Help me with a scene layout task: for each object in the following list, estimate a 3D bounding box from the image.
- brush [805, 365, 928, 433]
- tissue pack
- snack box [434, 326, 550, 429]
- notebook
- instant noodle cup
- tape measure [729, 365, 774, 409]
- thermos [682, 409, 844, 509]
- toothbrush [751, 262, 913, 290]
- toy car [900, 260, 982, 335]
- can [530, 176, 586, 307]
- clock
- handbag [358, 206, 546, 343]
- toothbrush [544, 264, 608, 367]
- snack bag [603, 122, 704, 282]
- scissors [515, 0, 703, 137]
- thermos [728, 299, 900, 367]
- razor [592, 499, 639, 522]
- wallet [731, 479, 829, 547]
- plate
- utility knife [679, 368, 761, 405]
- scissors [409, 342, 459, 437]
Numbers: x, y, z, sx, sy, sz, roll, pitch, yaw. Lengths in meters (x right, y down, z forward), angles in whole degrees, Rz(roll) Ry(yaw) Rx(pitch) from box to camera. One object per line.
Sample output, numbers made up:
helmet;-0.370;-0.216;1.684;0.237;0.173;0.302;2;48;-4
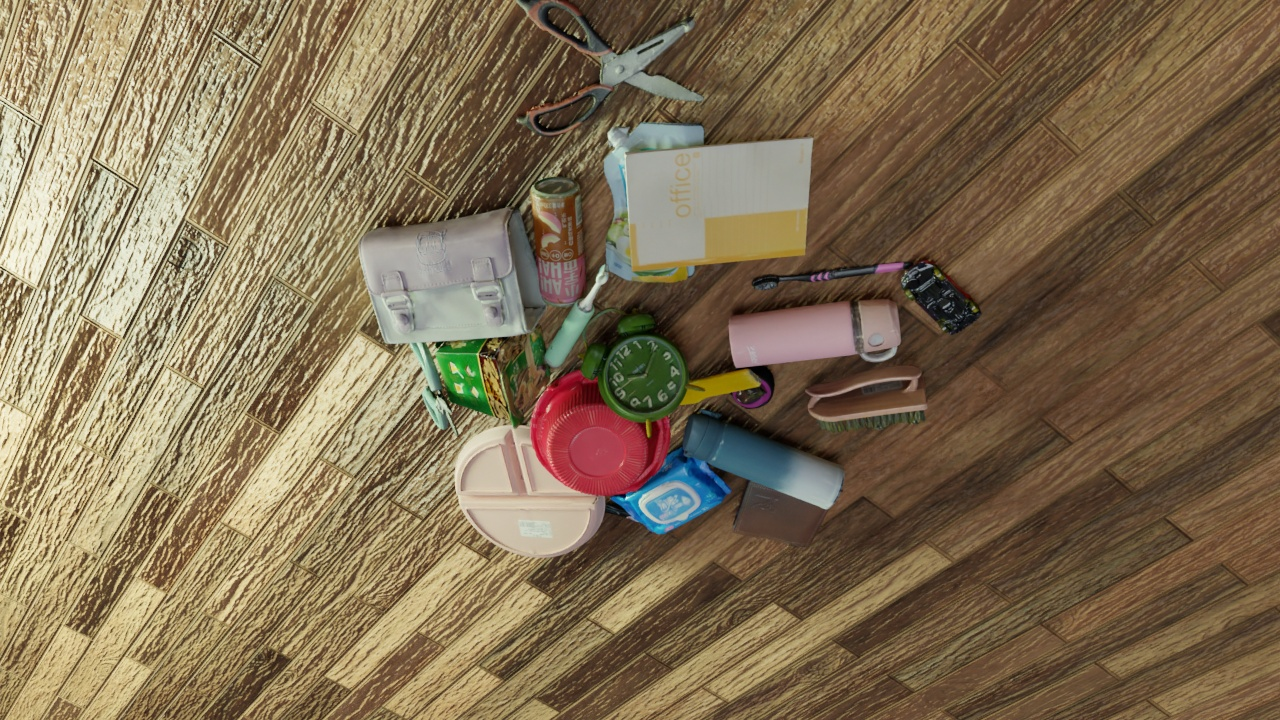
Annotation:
brush;0.282;0.047;1.151;0.146;0.063;0.073;-9;127;17
tissue pack;0.041;0.189;1.294;0.157;0.052;0.095;-33;114;27
snack box;-0.192;0.007;1.176;0.106;0.118;0.118;5;125;21
notebook;0.088;-0.174;1.029;0.206;0.010;0.146;-5;124;-3
instant noodle cup;-0.054;0.108;1.219;0.194;0.065;0.194;0;112;1
tape measure;0.143;0.034;1.176;0.058;0.039;0.057;-33;114;27
thermos;0.162;0.131;1.228;0.220;0.070;0.070;22;125;-6
toothbrush;0.226;-0.100;1.084;0.189;0.017;0.014;-6;122;11
toy car;0.349;-0.076;1.071;0.106;0.031;0.049;38;121;-18
can;-0.095;-0.139;1.081;0.058;0.057;0.147;3;125;6
clock;-0.007;0.007;1.143;0.116;0.056;0.161;-41;90;-4
handbag;-0.228;-0.099;1.109;0.197;0.098;0.145;-5;115;15
toothbrush;-0.077;-0.050;1.110;0.026;0.027;0.225;15;150;-14
snack bag;0.014;-0.180;1.049;0.110;0.038;0.191;8;125;11
scissors;-0.042;-0.307;0.979;0.222;0.015;0.189;24;125;-8
thermos;0.211;-0.027;1.109;0.199;0.067;0.087;-6;131;12
razor;-0.055;0.213;1.345;0.142;0.022;0.043;22;127;-7
wallet;0.200;0.213;1.301;0.124;0.032;0.101;12;123;-1
plate;-0.165;0.197;1.329;0.230;0.028;0.230;6;120;10
utility knife;0.089;0.035;1.175;0.155;0.015;0.033;-13;114;41
scissors;-0.269;0.047;1.207;0.019;0.173;0.179;-20;152;-21
